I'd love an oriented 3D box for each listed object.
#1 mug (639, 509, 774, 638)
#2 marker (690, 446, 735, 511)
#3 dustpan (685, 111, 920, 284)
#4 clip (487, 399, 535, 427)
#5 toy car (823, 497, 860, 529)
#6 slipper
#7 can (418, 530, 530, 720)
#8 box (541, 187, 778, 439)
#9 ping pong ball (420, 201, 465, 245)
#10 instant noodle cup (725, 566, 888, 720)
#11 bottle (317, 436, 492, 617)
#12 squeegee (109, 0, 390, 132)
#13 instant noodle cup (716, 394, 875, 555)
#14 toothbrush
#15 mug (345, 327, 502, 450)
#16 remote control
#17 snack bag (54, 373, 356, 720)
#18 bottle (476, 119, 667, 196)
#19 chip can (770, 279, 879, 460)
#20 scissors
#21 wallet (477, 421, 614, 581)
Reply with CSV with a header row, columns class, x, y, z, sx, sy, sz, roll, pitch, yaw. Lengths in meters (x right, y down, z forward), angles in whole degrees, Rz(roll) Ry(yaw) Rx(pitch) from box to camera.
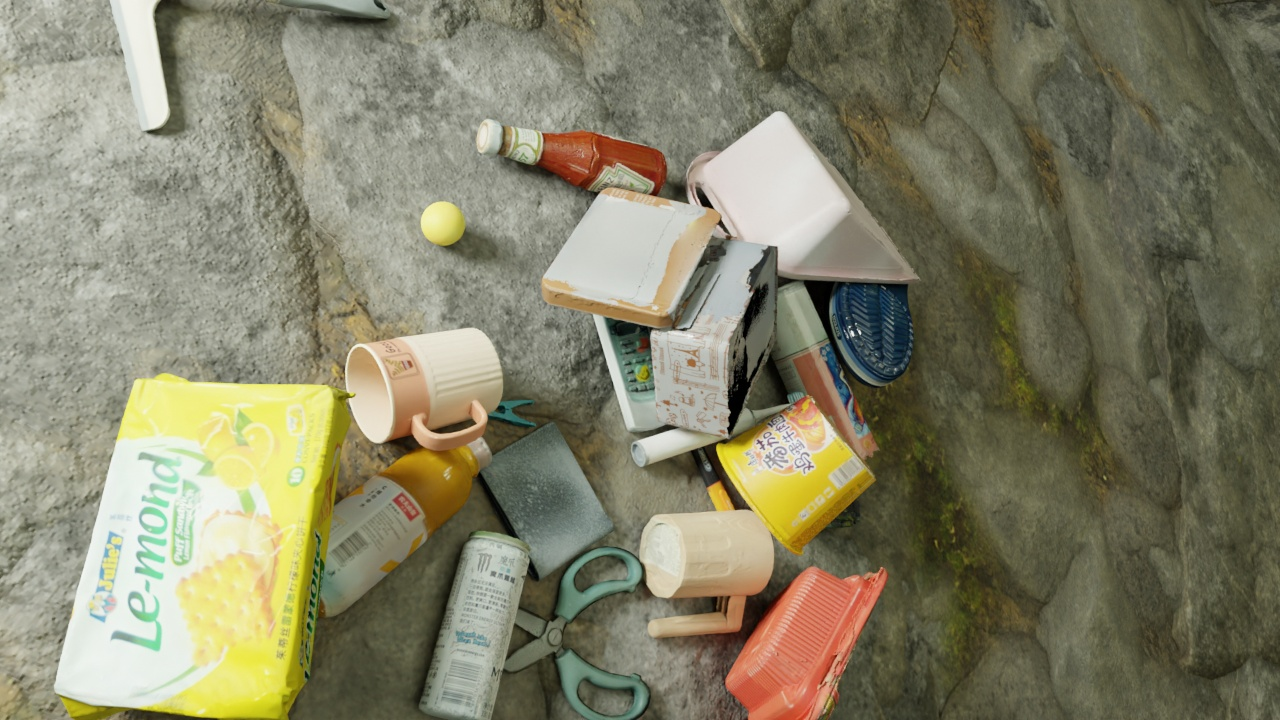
class,x,y,z,sx,sy,sz,roll,pitch,yaw
mug,0.060,0.206,0.888,0.103,0.084,0.125,5,98,-32
marker,0.072,0.117,0.958,0.018,0.015,0.124,-21,85,-40
dustpan,0.180,-0.173,1.092,0.273,0.139,0.222,27,31,-52
clip,-0.122,0.048,0.849,0.055,0.014,0.039,6,70,-33
toy car,0.195,0.165,1.017,0.105,0.032,0.048,-2,75,-23
slipper,0.265,-0.059,1.112,0.105,0.095,0.252,28,42,-7
can,-0.134,0.218,0.753,0.058,0.058,0.146,26,61,-25
box,0.028,-0.044,0.923,0.208,0.158,0.180,14,46,13
ping pong ball,-0.183,-0.127,0.850,0.040,0.040,0.040,12,67,-31
instant noodle cup,0.153,0.276,0.884,0.079,0.165,0.188,36,53,8
bottle,-0.197,0.122,0.736,0.189,0.068,0.068,-41,99,-37
squeegee,-0.334,-0.325,0.815,0.246,0.039,0.246,-11,81,-37
instant noodle cup,0.160,0.108,0.923,0.138,0.110,0.138,49,9,-11
toothbrush,0.090,0.068,0.959,0.220,0.027,0.026,-15,72,-28
mug,-0.172,0.028,0.766,0.105,0.082,0.114,-13,47,-39
remote control,-0.006,0.005,0.940,0.056,0.019,0.135,-11,80,-37
snack bag,-0.289,0.126,0.636,0.158,0.068,0.246,2,70,6
bottle,-0.068,-0.210,0.947,0.205,0.060,0.059,6,71,-33
chip can,0.196,0.018,1.043,0.071,0.071,0.214,-23,88,-38
scissors,-0.042,0.260,0.828,0.169,0.019,0.181,-28,92,-39
wallet,-0.087,0.127,0.844,0.097,0.019,0.121,-29,90,-40
